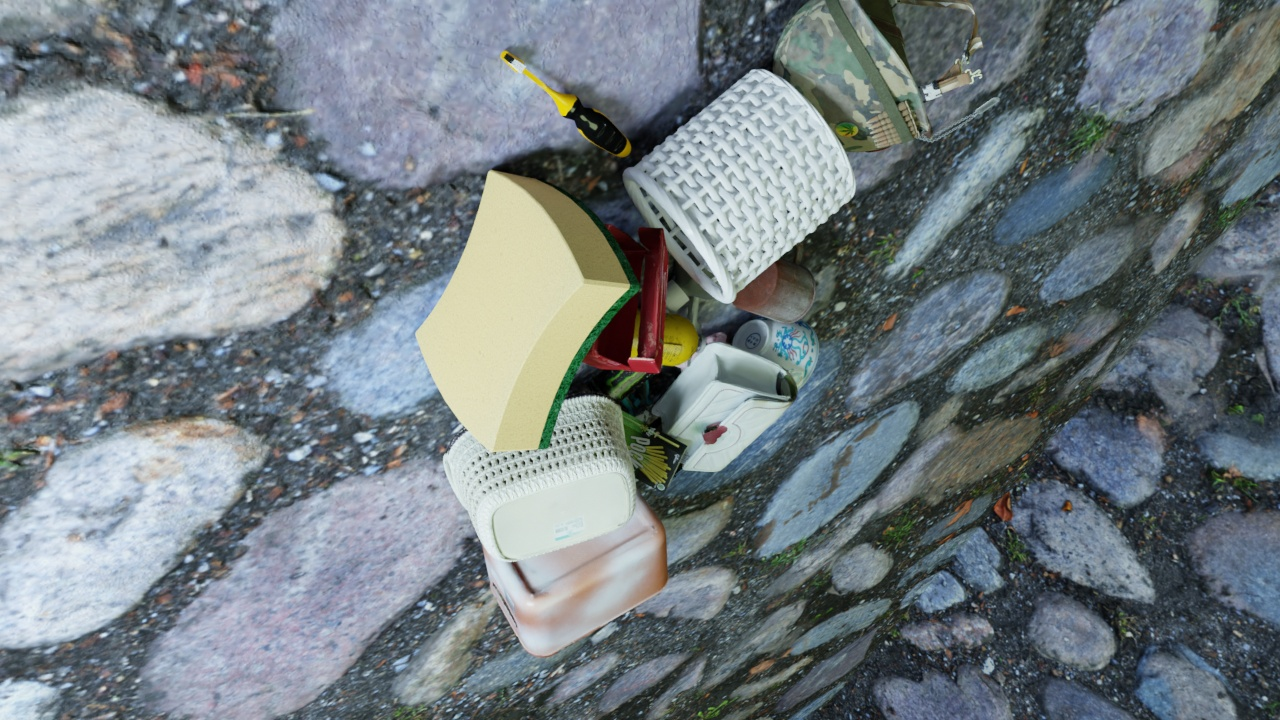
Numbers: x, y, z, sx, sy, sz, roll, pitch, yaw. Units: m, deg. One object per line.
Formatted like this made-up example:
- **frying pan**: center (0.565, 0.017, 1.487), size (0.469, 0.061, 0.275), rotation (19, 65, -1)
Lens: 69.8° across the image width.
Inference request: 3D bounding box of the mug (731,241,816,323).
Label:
- **mug**: center (0.189, -0.119, 1.290), size (0.110, 0.096, 0.123), rotation (10, 103, -54)

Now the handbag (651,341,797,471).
- **handbag**: center (0.115, 0.077, 1.323), size (0.142, 0.096, 0.199), rotation (20, 136, -18)

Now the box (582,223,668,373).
- **box**: center (-0.027, -0.069, 1.062), size (0.117, 0.157, 0.135), rotation (2, 171, 9)

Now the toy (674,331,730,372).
- **toy**: center (0.090, -0.005, 1.351), size (0.095, 0.052, 0.099), rotation (-36, 140, -8)

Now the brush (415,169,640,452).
- **brush**: center (-0.127, -0.051, 0.962), size (0.075, 0.195, 0.251), rotation (2, 129, -45)

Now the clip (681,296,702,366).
- **clip**: center (0.073, -0.038, 1.291), size (0.040, 0.101, 0.054), rotation (9, 172, -1)

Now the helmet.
- **helmet**: center (0.273, -0.332, 1.014), size (0.224, 0.192, 0.237), rotation (28, 134, -32)

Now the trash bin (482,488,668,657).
- **trash bin**: center (-0.097, 0.300, 1.413), size (0.259, 0.181, 0.158), rotation (-24, 142, -20)

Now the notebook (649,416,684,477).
- **notebook**: center (0.093, 0.108, 1.516), size (0.231, 0.019, 0.169), rotation (-38, 145, -2)

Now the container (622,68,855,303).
- **container**: center (0.109, -0.194, 1.031), size (0.187, 0.189, 0.189), rotation (-40, 146, -2)

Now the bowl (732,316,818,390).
- **bowl**: center (0.183, -0.016, 1.364), size (0.144, 0.144, 0.074), rotation (-47, 131, 10)

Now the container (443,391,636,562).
- **container**: center (-0.122, 0.156, 1.208), size (0.251, 0.143, 0.185), rotation (-15, 134, -12)

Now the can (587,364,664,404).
- **can**: center (-0.008, 0.007, 1.271), size (0.137, 0.054, 0.054), rotation (-39, 146, -1)

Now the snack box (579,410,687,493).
- **snack box**: center (-0.014, 0.123, 1.321), size (0.025, 0.147, 0.080), rotation (-50, 165, -53)

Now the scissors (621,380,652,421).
- **scissors**: center (-0.007, 0.062, 1.359), size (0.150, 0.019, 0.130), rotation (-9, 139, -51)

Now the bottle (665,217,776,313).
- **bottle**: center (0.096, -0.131, 1.217), size (0.174, 0.046, 0.084), rotation (-41, 146, 1)

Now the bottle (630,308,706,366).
- **bottle**: center (0.010, -0.030, 1.192), size (0.163, 0.071, 0.071), rotation (7, 126, -28)

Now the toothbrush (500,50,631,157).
- **toothbrush**: center (-0.072, -0.257, 0.931), size (0.031, 0.031, 0.196), rotation (-52, 140, 9)
